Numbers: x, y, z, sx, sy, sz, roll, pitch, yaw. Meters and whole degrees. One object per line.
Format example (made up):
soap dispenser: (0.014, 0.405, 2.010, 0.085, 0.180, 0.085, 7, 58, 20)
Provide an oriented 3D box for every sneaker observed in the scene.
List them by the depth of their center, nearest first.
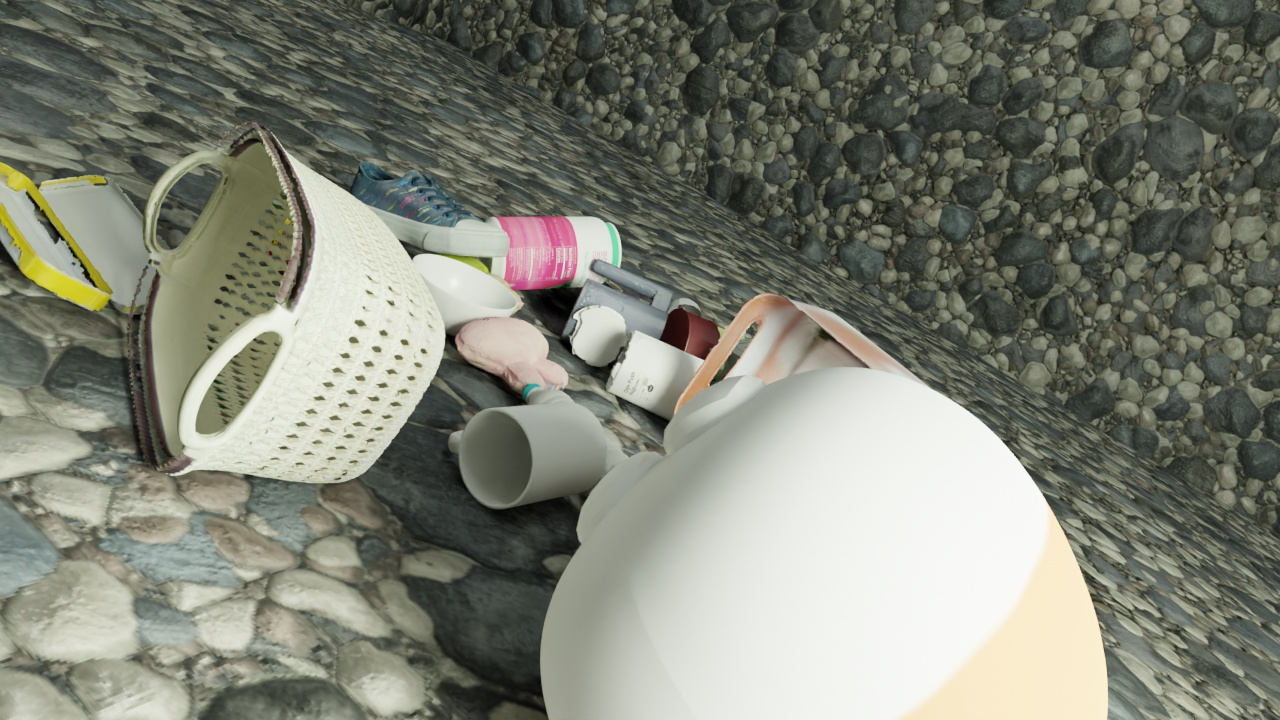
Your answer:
sneaker: (-0.240, -0.172, 1.043, 0.236, 0.079, 0.087, 19, 16, 29)

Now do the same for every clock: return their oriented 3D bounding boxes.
clock: (0.049, -0.019, 1.114, 0.048, 0.096, 0.137, 20, 22, -25)

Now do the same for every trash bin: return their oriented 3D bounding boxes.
trash bin: (0.191, 0.072, 0.910, 0.260, 0.182, 0.157, 42, 20, 25)

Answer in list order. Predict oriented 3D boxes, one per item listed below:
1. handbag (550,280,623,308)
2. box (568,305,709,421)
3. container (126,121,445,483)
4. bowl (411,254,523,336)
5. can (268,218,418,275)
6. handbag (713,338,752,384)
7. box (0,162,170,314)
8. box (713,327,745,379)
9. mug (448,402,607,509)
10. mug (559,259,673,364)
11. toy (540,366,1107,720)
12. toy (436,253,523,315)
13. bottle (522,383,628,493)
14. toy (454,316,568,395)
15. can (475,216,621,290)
handbag: (-0.073, -0.083, 1.206, 0.079, 0.054, 0.128, -8, 41, -44)
box: (-0.007, 0.006, 1.003, 0.165, 0.084, 0.094, 25, 27, -7)
container: (-0.238, -0.032, 0.603, 0.143, 0.185, 0.251, 28, 14, -43)
bowl: (-0.190, -0.060, 0.945, 0.114, 0.051, 0.114, 25, 18, -9)
can: (-0.267, -0.081, 0.830, 0.116, 0.087, 0.086, 37, 20, 28)
handbag: (0.177, 0.041, 1.139, 0.142, 0.096, 0.198, 38, 18, 25)
box: (-0.439, -0.101, 0.709, 0.210, 0.045, 0.128, 38, 19, 31)
box: (0.101, -0.013, 1.283, 0.187, 0.030, 0.138, 14, 28, -37)
mug: (-0.096, 0.069, 0.712, 0.111, 0.074, 0.090, 8, 5, 33)
mug: (-0.025, -0.056, 1.085, 0.104, 0.084, 0.123, 24, 58, -6)
toy: (0.096, 0.145, 0.465, 0.280, 0.263, 0.265, 48, 23, 5)
toy: (-0.187, -0.086, 1.038, 0.118, 0.043, 0.092, 31, 16, 2)
bottle: (-0.061, 0.064, 0.800, 0.044, 0.044, 0.136, 8, 26, -47)
toy: (-0.120, -0.002, 0.889, 0.105, 0.053, 0.108, 42, 22, 23)
can: (-0.114, -0.133, 1.132, 0.165, 0.088, 0.088, -5, 32, -27)
